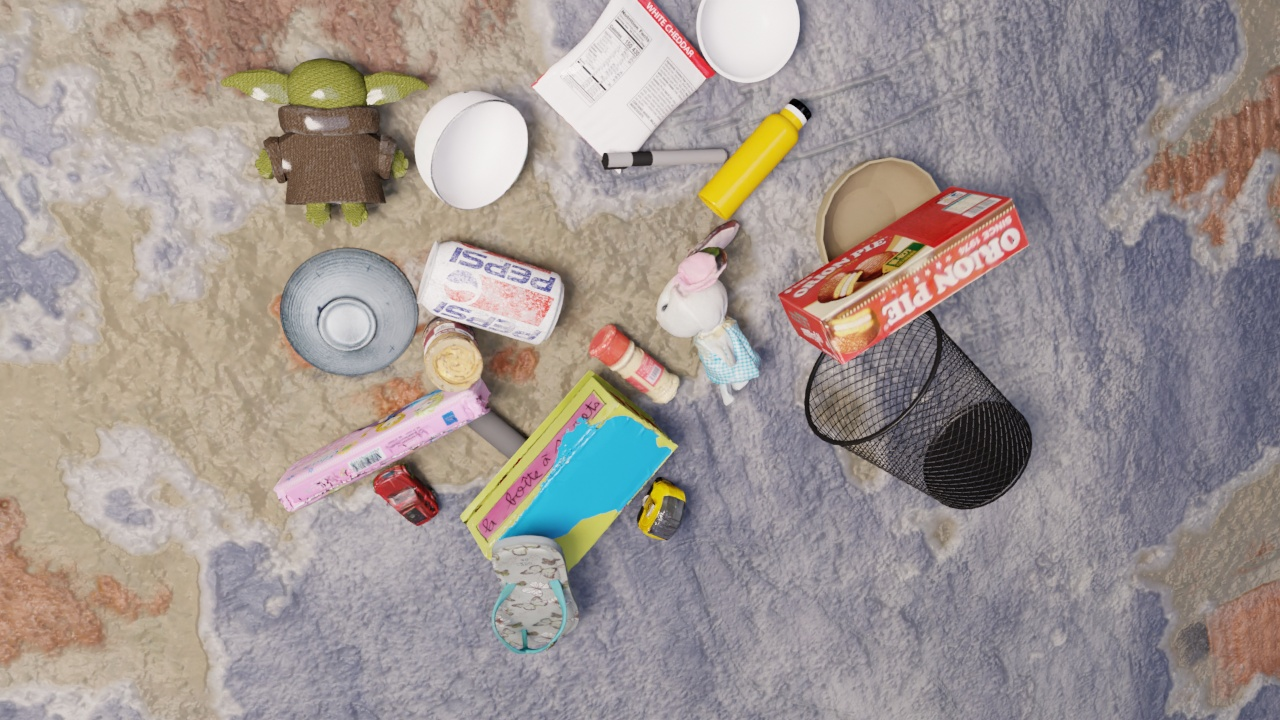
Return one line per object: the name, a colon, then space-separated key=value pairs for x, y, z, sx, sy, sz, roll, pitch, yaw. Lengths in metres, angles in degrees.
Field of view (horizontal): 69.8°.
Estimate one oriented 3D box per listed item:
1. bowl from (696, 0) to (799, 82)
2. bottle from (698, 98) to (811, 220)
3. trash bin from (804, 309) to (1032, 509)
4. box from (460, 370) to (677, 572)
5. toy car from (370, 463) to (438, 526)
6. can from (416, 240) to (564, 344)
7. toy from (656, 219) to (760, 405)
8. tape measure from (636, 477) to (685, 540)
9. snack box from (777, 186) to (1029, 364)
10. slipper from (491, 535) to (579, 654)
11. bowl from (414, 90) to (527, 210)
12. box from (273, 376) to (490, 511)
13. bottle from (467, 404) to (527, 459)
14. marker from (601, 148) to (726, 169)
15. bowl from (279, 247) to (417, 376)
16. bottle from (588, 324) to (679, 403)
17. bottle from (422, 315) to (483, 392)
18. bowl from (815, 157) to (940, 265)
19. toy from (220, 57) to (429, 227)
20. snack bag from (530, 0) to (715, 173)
bowl: x=0.104 y=-0.344 z=0.946 sx=0.110 sy=0.040 sz=0.110 roll=-4 pitch=107 yaw=-13
bottle: x=0.126 y=-0.219 z=0.988 sx=0.043 sy=0.043 sz=0.143 roll=41 pitch=93 yaw=-22
trash bin: x=0.330 y=0.063 z=1.062 sx=0.210 sy=0.184 sz=0.184 roll=34 pitch=96 yaw=-27
box: x=-0.076 y=0.132 z=1.010 sx=0.221 sy=0.081 sz=0.124 roll=-51 pitch=132 yaw=2
toy car: x=-0.254 y=0.147 z=0.995 sx=0.042 sy=0.036 sz=0.091 roll=-30 pitch=134 yaw=-1
can: x=-0.153 y=-0.070 z=0.943 sx=0.136 sy=0.078 sz=0.078 roll=17 pitch=101 yaw=-19
toy: x=0.074 y=-0.042 z=1.018 sx=0.106 sy=0.130 sz=0.205 roll=-5 pitch=120 yaw=19
tape measure: x=0.023 y=0.175 z=1.071 sx=0.037 sy=0.064 sz=0.065 roll=25 pitch=98 yaw=-21
snack box: x=0.274 y=-0.095 z=0.971 sx=0.236 sy=0.113 sz=0.060 roll=-32 pitch=112 yaw=-4
slipper: x=-0.113 y=0.270 z=0.995 sx=0.098 sy=0.054 sz=0.269 roll=0 pitch=142 yaw=-7
bowl: x=-0.171 y=-0.211 z=0.892 sx=0.113 sy=0.063 sz=0.114 roll=-34 pitch=146 yaw=-27
box: x=-0.260 y=0.091 z=0.945 sx=0.230 sy=0.084 sz=0.053 roll=-26 pitch=106 yaw=2
bottle: x=-0.167 y=0.071 z=1.008 sx=0.030 sy=0.030 sz=0.113 roll=-46 pitch=112 yaw=2
marker: x=0.027 y=-0.213 z=0.967 sx=0.140 sy=0.016 sz=0.016 roll=-8 pitch=108 yaw=-23
bowl: x=-0.295 y=-0.042 z=0.927 sx=0.137 sy=0.057 sz=0.137 roll=-4 pitch=107 yaw=-13
bottle: x=-0.006 y=0.006 z=1.024 sx=0.109 sy=0.044 sz=0.044 roll=38 pitch=94 yaw=-22
bottle: x=-0.193 y=-0.009 z=0.936 sx=0.056 sy=0.105 sz=0.056 roll=-4 pitch=107 yaw=-14
bowl: x=0.264 y=-0.154 z=1.040 sx=0.152 sy=0.050 sz=0.152 roll=-4 pitch=107 yaw=-13
toy: x=-0.291 y=-0.205 z=0.867 sx=0.179 sy=0.078 sz=0.153 roll=-3 pitch=99 yaw=-14
snack bag: x=-0.016 y=-0.286 z=0.932 sx=0.144 sy=0.039 sz=0.131 roll=-46 pitch=116 yaw=7
